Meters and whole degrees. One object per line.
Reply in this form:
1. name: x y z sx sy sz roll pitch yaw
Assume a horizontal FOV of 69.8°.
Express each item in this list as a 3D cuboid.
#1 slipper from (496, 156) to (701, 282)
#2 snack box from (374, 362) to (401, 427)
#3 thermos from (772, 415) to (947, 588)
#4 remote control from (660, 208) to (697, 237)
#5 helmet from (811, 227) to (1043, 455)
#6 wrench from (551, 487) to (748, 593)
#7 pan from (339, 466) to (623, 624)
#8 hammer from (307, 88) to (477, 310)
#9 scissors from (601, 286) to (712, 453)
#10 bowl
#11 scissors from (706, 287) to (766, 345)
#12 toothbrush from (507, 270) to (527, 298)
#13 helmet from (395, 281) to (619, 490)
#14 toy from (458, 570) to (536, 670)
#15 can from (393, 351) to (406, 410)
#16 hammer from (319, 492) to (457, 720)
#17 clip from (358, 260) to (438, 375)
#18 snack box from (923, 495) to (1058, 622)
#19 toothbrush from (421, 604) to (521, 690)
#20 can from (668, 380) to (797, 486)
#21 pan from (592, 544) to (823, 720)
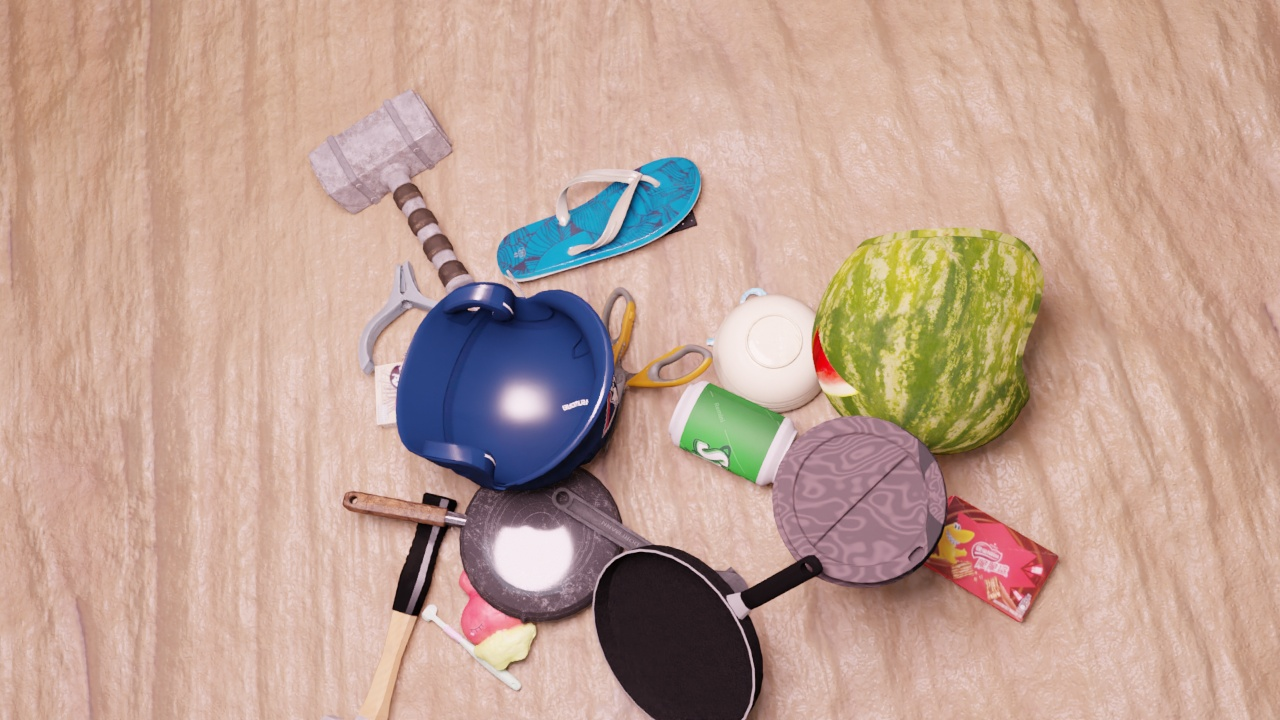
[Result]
1. slipper: -0.058 -0.188 1.199 0.295 0.060 0.118 -23 66 5
2. snack box: -0.274 0.038 1.208 0.150 0.026 0.082 -9 76 8
3. thermos: 0.230 0.159 1.000 0.173 0.226 0.172 -2 77 8
4. remote control: 0.004 -0.172 1.219 0.140 0.009 0.030 -18 76 5
5. helmet: 0.314 -0.017 1.031 0.243 0.213 0.247 -1 91 -11
6. wrench: 0.012 0.230 1.098 0.273 0.018 0.073 32 84 0
7. pan: -0.197 0.199 1.121 0.357 0.040 0.207 10 69 0
8. hammer: -0.298 -0.192 1.234 0.177 0.079 0.326 -33 75 1
9. scissors: -0.008 0.007 1.146 0.230 0.016 0.225 -5 68 32
10. bowl: 0.161 -0.016 1.117 0.151 0.075 0.150 -2 77 7
11. scissors: 0.154 -0.023 1.164 0.140 0.011 0.134 18 79 11
12. toothbrush: -0.137 -0.062 1.130 0.010 0.181 0.010 -12 62 8
13. helmet: -0.123 0.038 1.060 0.273 0.223 0.232 -16 62 45
14. toy: -0.178 0.308 1.124 0.091 0.045 0.135 -21 74 0
15. can: -0.270 0.032 1.151 0.067 0.067 0.076 11 96 11
16. hammer: -0.295 0.327 1.132 0.131 0.039 0.327 8 75 27
17. clip: -0.312 -0.039 1.213 0.164 0.032 0.165 32 75 21
18. snack box: 0.400 0.228 1.065 0.133 0.021 0.089 31 85 14
19. toothbrush: -0.208 0.356 1.134 0.155 0.015 0.022 35 87 14
20. can: 0.111 0.087 1.106 0.140 0.088 0.087 24 82 13
21. pan: 0.076 0.280 0.988 0.358 0.034 0.225 -43 75 40
